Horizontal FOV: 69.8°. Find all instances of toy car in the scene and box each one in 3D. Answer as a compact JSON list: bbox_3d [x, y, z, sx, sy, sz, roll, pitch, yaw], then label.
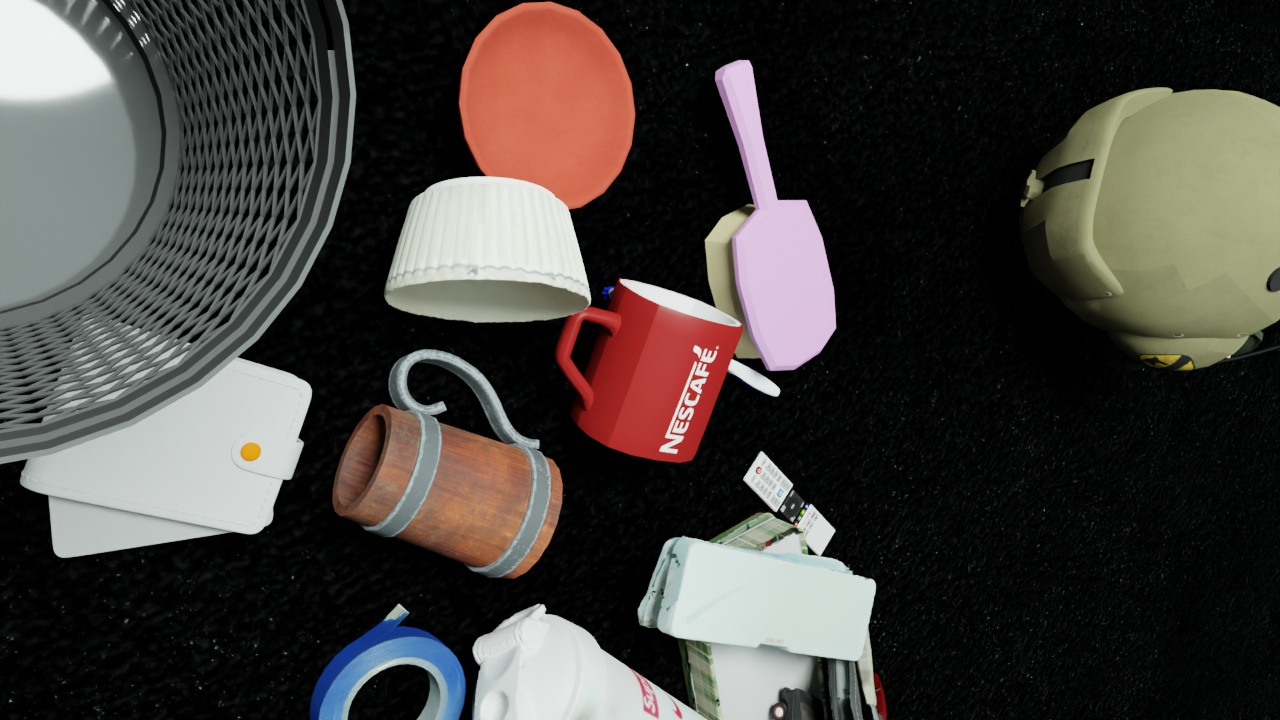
[{"bbox_3d":[0.127,0.302,0.708,0.040,0.037,0.092,36,45,-33],"label":"toy car"}]

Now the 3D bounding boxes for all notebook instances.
[{"bbox_3d":[0.174,0.326,0.767,0.029,0.169,0.209,-9,105,9],"label":"notebook"}]

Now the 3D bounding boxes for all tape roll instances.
[{"bbox_3d":[-0.156,0.212,0.571,0.091,0.016,0.093,-44,120,-23],"label":"tape roll"}]

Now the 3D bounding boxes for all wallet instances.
[{"bbox_3d":[-0.240,0.050,0.469,0.118,0.037,0.115,21,85,-34],"label":"wallet"}]

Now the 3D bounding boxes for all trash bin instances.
[{"bbox_3d":[-0.245,-0.093,0.319,0.217,0.228,0.218,-7,102,-36],"label":"trash bin"}]

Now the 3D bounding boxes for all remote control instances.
[{"bbox_3d":[0.123,0.120,0.765,0.124,0.012,0.028,46,71,-33],"label":"remote control"}]

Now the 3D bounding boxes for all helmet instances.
[{"bbox_3d":[0.454,-0.124,0.802,0.232,0.256,0.250,18,85,-40],"label":"helmet"}]

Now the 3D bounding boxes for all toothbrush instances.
[{"bbox_3d":[0.043,-0.011,0.680,0.186,0.016,0.015,29,83,-37],"label":"toothbrush"}]

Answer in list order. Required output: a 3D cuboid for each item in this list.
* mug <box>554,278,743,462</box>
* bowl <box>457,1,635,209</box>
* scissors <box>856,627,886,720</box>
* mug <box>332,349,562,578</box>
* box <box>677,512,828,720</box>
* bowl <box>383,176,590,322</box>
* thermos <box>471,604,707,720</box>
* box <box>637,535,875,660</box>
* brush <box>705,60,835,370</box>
[{"bbox_3d":[-0.004,0.003,0.598,0.116,0.080,0.097,13,104,-31],"label":"mug"},{"bbox_3d":[-0.062,-0.153,0.565,0.121,0.035,0.122,-7,102,-36],"label":"bowl"},{"bbox_3d":[0.199,0.284,0.788,0.198,0.015,0.179,41,39,-69],"label":"scissors"},{"bbox_3d":[-0.111,0.060,0.548,0.111,0.082,0.117,27,64,-33],"label":"mug"},{"bbox_3d":[0.088,0.235,0.738,0.117,0.050,0.206,-22,110,-29],"label":"box"},{"bbox_3d":[-0.086,-0.063,0.523,0.115,0.116,0.062,6,79,-37],"label":"bowl"},{"bbox_3d":[-0.027,0.248,0.633,0.220,0.099,0.099,44,72,-39],"label":"thermos"},{"bbox_3d":[0.093,0.173,0.670,0.198,0.067,0.083,17,108,-35],"label":"box"},{"bbox_3d":[0.086,-0.103,0.679,0.089,0.043,0.229,-30,115,-29],"label":"brush"}]
